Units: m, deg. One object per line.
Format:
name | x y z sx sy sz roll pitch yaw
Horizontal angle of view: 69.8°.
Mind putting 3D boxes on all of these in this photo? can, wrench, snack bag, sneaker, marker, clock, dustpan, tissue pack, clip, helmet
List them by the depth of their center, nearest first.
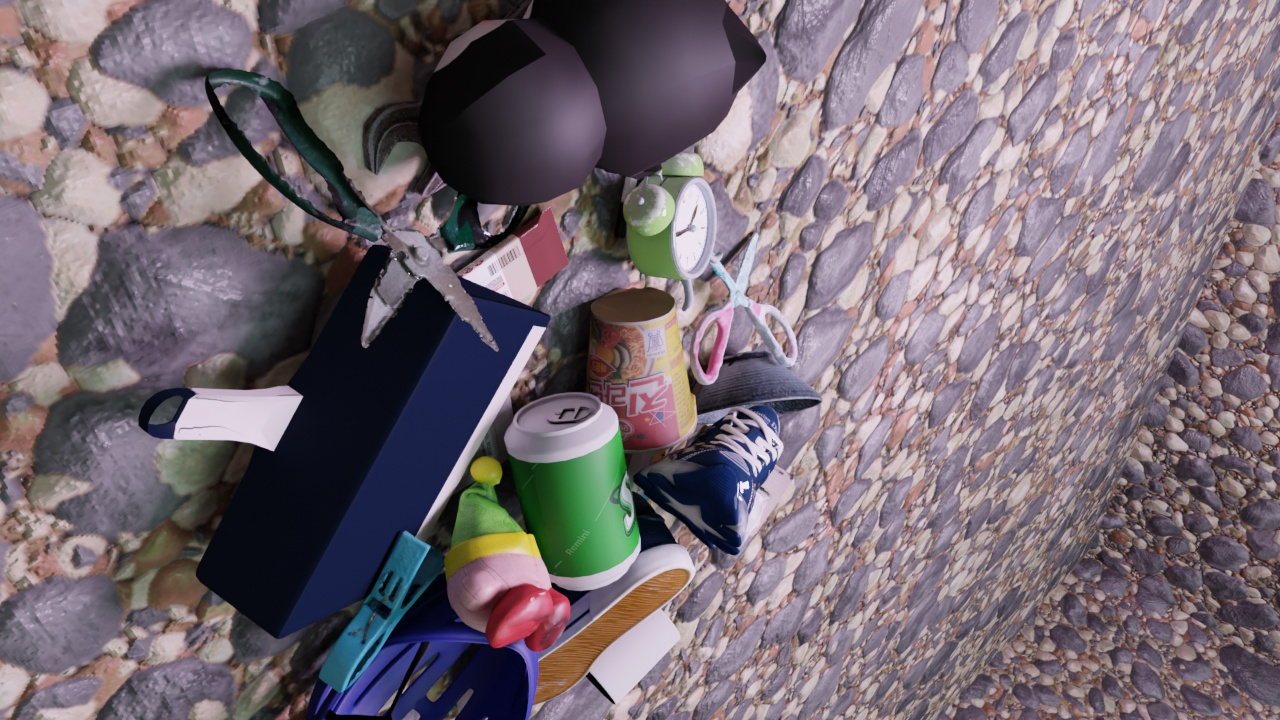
dustpan | -0.184 0.046 0.573 0.236 0.080 0.273 -60 170 5
wrench | -0.070 -0.212 0.575 0.273 0.010 0.070 -50 144 -7
snack bag | -0.116 -0.045 0.649 0.157 0.013 0.057 -40 139 -21
clip | -0.185 0.182 0.660 0.116 0.026 0.097 -56 167 -15
helmet | -0.147 0.270 0.684 0.241 0.228 0.148 -43 116 -19
marker | -0.001 -0.163 0.691 0.011 0.011 0.152 -15 128 -42
clock | 0.024 -0.109 0.714 0.094 0.043 0.119 -57 144 -40
can | -0.052 0.102 0.720 0.087 0.088 0.140 -26 117 -35
sneaker | 0.075 0.088 0.802 0.132 0.103 0.269 -50 172 -8
sneaker | -0.079 0.225 0.855 0.120 0.127 0.295 16 124 -48
tissue pack | 0.106 0.146 1.015 0.104 0.071 0.181 -56 148 -1

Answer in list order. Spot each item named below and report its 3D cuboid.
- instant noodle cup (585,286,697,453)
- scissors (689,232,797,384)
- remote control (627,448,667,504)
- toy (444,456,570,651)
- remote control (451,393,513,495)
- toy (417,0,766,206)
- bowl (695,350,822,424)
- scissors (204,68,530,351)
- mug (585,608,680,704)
instant noodle cup | -0.005 0.004 0.756 0.100 0.100 0.113 -27 127 -34
scissors | 0.092 -0.039 0.828 0.177 0.013 0.170 40 55 -35
remote control | 0.002 0.112 0.906 0.038 0.018 0.126 -7 121 -46
toy | -0.101 0.148 0.688 0.097 0.131 0.124 -49 153 2
remote control | -0.159 0.077 0.690 0.150 0.019 0.074 -32 138 -30
toy | -0.035 -0.154 0.527 0.183 0.140 0.159 -36 135 -24
bowl | 0.106 0.024 0.905 0.136 0.137 0.057 5 73 -51
scissors | -0.138 -0.099 0.510 0.205 0.015 0.201 42 41 -23
mug | -0.021 0.307 0.992 0.096 0.078 0.112 -41 170 -19
